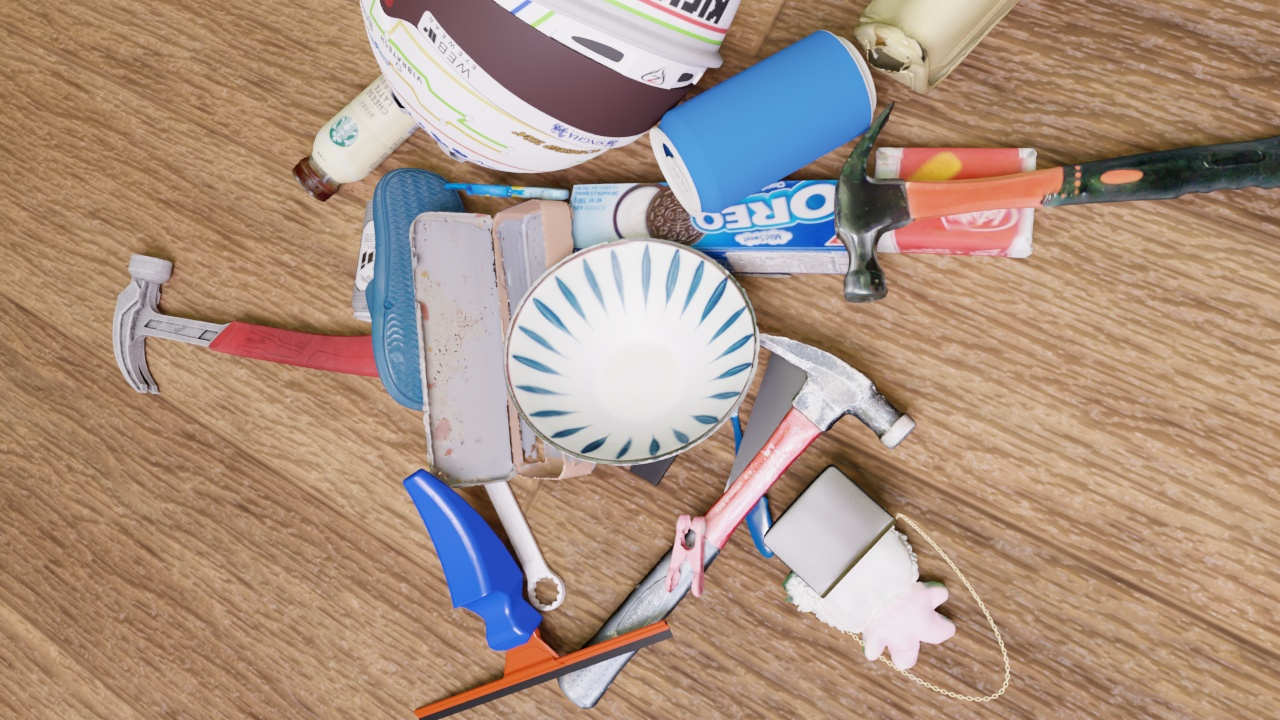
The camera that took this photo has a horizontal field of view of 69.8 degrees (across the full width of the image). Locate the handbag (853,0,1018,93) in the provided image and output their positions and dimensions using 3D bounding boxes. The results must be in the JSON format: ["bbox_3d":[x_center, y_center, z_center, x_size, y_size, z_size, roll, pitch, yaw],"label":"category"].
[{"bbox_3d":[0.241,-0.291,0.627,0.088,0.190,0.233,44,108,2],"label":"handbag"}]

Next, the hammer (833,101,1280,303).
[{"bbox_3d":[0.299,-0.120,0.621,0.333,0.033,0.133,-5,80,4],"label":"hammer"}]

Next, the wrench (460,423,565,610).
[{"bbox_3d":[-0.131,0.081,0.762,0.047,0.009,0.273,-32,74,10],"label":"wrench"}]

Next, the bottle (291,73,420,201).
[{"bbox_3d":[-0.238,-0.208,0.817,0.162,0.056,0.056,-39,72,8],"label":"bottle"}]

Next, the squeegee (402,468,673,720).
[{"bbox_3d":[-0.121,0.162,0.693,0.250,0.055,0.185,-27,99,25],"label":"squeegee"}]

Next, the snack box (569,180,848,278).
[{"bbox_3d":[0.056,-0.102,0.710,0.227,0.059,0.059,3,78,18],"label":"snack box"}]

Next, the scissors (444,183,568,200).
[{"bbox_3d":[-0.107,-0.139,0.745,0.104,0.132,0.019,3,100,-19],"label":"scissors"}]

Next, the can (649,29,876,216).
[{"bbox_3d":[0.087,-0.166,0.647,0.146,0.079,0.079,-29,74,-4],"label":"can"}]

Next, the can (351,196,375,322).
[{"bbox_3d":[-0.223,-0.087,0.799,0.044,0.044,0.106,4,82,17],"label":"can"}]

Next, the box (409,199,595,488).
[{"bbox_3d":[-0.105,-0.013,0.705,0.105,0.096,0.216,-6,89,45],"label":"box"}]

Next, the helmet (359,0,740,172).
[{"bbox_3d":[-0.084,-0.256,0.682,0.314,0.230,0.237,54,125,31],"label":"helmet"}]

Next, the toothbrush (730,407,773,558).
[{"bbox_3d":[0.080,0.084,0.693,0.021,0.016,0.132,-18,76,18],"label":"toothbrush"}]

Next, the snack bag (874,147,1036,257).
[{"bbox_3d":[0.226,-0.116,0.670,0.116,0.036,0.077,5,82,18],"label":"snack bag"}]

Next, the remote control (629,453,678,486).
[{"bbox_3d":[0.032,0.038,0.718,0.039,0.010,0.124,28,90,19],"label":"remote control"}]

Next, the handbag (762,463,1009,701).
[{"bbox_3d":[0.170,0.154,0.612,0.178,0.027,0.084,42,96,8],"label":"handbag"}]

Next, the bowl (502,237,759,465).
[{"bbox_3d":[-0.004,0.004,0.657,0.177,0.071,0.177,-3,62,6],"label":"bowl"}]

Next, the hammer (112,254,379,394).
[{"bbox_3d":[-0.349,-0.015,0.830,0.316,0.036,0.126,9,87,19],"label":"hammer"}]

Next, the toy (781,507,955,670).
[{"bbox_3d":[0.165,0.164,0.643,0.096,0.041,0.109,-46,78,6],"label":"toy"}]

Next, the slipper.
[{"bbox_3d":[-0.178,-0.059,0.764,0.059,0.103,0.213,-31,62,53],"label":"slipper"}]

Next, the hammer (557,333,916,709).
[{"bbox_3d":[0.043,0.123,0.678,0.140,0.036,0.326,41,99,18],"label":"hammer"}]

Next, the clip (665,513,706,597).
[{"bbox_3d":[0.029,0.138,0.654,0.037,0.022,0.058,6,83,21],"label":"clip"}]
